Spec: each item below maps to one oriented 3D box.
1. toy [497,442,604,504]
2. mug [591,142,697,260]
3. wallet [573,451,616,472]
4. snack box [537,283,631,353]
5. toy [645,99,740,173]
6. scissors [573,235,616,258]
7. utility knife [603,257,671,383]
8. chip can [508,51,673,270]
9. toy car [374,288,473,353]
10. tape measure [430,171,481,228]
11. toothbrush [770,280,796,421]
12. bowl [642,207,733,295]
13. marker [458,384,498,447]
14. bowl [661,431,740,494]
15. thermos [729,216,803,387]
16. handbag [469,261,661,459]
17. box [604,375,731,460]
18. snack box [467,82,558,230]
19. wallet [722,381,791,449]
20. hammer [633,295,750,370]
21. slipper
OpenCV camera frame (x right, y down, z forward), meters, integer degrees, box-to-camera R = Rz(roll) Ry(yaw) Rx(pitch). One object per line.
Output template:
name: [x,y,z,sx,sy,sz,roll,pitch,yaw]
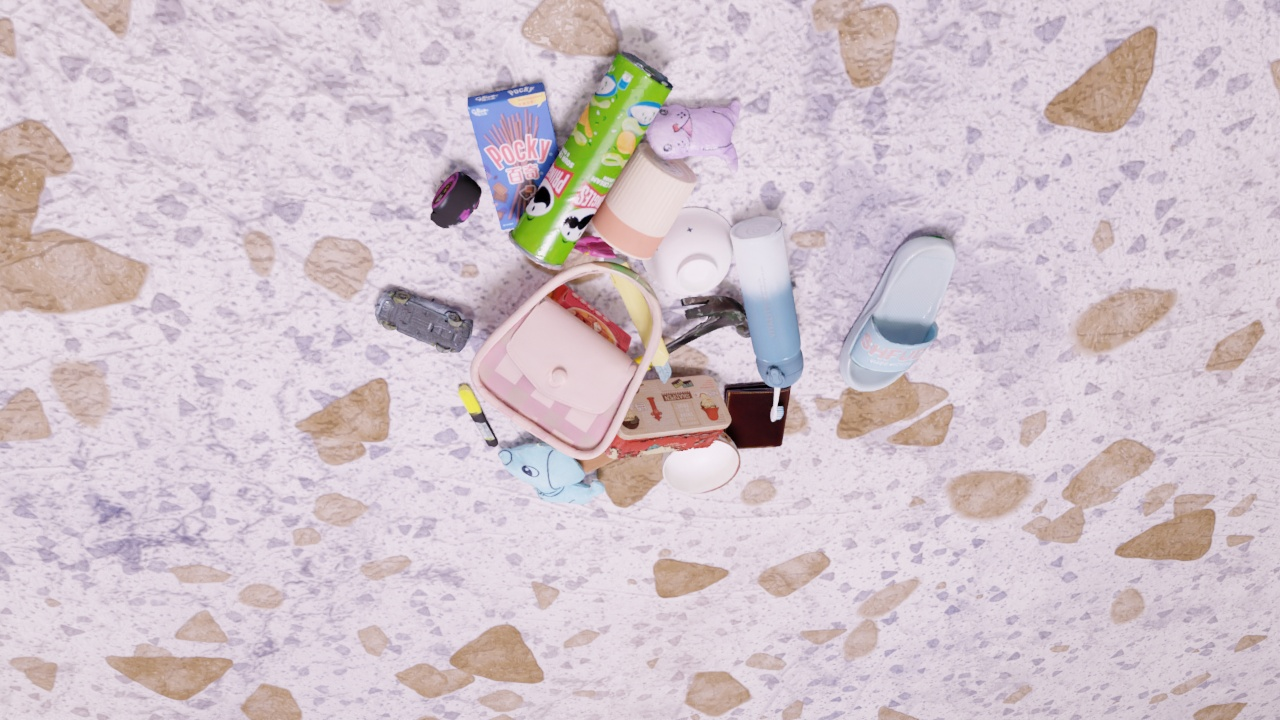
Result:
toy: [-0.128,0.163,1.326,0.161,0.049,0.157,9,140,-4]
mug: [-0.008,-0.190,1.045,0.114,0.081,0.106,35,118,1]
wallet: [-0.054,0.107,1.316,0.115,0.020,0.101,-23,130,7]
snack box: [-0.095,-0.022,1.157,0.127,0.044,0.113,38,116,-10]
toy: [0.058,-0.249,1.015,0.108,0.039,0.084,1,84,-9]
scissors: [-0.087,-0.141,1.079,0.137,0.017,0.096,11,170,-19]
utility knife: [0.000,-0.051,1.137,0.031,0.018,0.173,-22,91,23]
chip can: [-0.055,-0.213,0.989,0.072,0.072,0.236,25,111,-27]
toy car: [-0.267,-0.051,1.138,0.120,0.036,0.054,21,124,-13]
tape measure: [-0.204,-0.179,1.026,0.039,0.057,0.058,36,132,-29]
toothbrush: [0.189,-0.007,1.242,0.026,0.026,0.221,-9,125,-11]
bowl: [0.063,-0.119,1.117,0.118,0.064,0.118,-4,130,-5]
marker: [-0.223,0.079,1.267,0.018,0.015,0.124,-15,133,4]
bowl: [0.084,0.135,1.333,0.113,0.062,0.114,-4,129,-5]
thermos: [0.162,-0.068,1.149,0.070,0.070,0.221,-14,119,2]
handbag: [-0.071,-0.015,1.093,0.193,0.093,0.234,36,108,-8]
box: [0.026,0.082,1.236,0.168,0.091,0.079,-5,146,-25]
snack box: [-0.132,-0.224,1.021,0.084,0.026,0.157,-12,131,-1]
wallet: [0.166,0.083,1.332,0.096,0.020,0.122,-3,130,-4]
hammer: [-0.007,0.007,1.216,0.324,0.031,0.126,-30,149,19]
slipper: [0.350,-0.051,1.217,0.104,0.074,0.246,5,127,-15]
